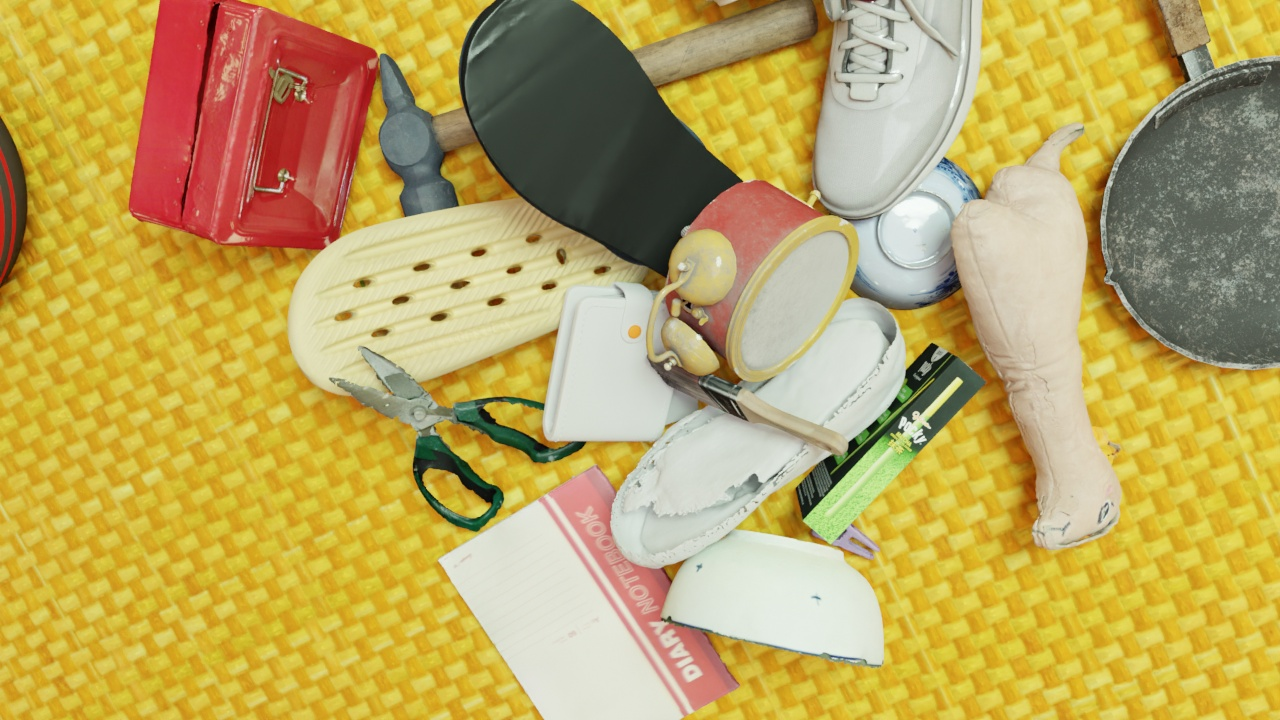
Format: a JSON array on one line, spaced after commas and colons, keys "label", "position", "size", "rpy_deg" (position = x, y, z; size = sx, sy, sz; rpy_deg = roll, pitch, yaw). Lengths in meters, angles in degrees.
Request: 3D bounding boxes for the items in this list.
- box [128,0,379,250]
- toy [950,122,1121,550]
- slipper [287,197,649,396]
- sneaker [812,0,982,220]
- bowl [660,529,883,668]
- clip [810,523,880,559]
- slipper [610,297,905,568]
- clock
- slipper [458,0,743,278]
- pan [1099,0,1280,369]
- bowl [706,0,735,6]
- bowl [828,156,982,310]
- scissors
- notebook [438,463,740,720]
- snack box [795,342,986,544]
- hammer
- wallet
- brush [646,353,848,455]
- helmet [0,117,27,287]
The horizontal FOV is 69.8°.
[{"label": "box", "position": [-0.275, -0.163, 0.635], "size": [0.112, 0.134, 0.157], "rpy_deg": [19, 99, 14]}, {"label": "toy", "position": [0.290, -0.009, 0.623], "size": [0.195, 0.065, 0.264], "rpy_deg": [-40, 110, -26]}, {"label": "slipper", "position": [-0.121, -0.058, 0.662], "size": [0.261, 0.079, 0.111], "rpy_deg": [-18, 102, -11]}, {"label": "sneaker", "position": [0.152, -0.220, 0.570], "size": [0.097, 0.128, 0.263], "rpy_deg": [19, 102, 36]}, {"label": "bowl", "position": [0.095, 0.162, 0.639], "size": [0.153, 0.153, 0.072], "rpy_deg": [11, 77, 4]}, {"label": "clip", "position": [0.150, 0.135, 0.690], "size": [0.042, 0.014, 0.052], "rpy_deg": [-35, 91, 10]}, {"label": "slipper", "position": [0.082, 0.057, 0.645], "size": [0.247, 0.112, 0.074], "rpy_deg": [-40, 123, 1]}, {"label": "clock", "position": [0.060, -0.051, 0.589], "size": [0.081, 0.158, 0.117], "rpy_deg": [39, 142, 32]}, {"label": "slipper", "position": [-0.021, -0.131, 0.603], "size": [0.265, 0.083, 0.109], "rpy_deg": [32, 93, -41]}, {"label": "pan", "position": [0.378, -0.167, 0.608], "size": [0.208, 0.040, 0.357], "rpy_deg": [-23, 94, 9]}, {"label": "bowl", "position": [0.075, -0.276, 0.594], "size": [0.115, 0.115, 0.062], "rpy_deg": [-22, 110, 9]}, {"label": "bowl", "position": [0.189, -0.090, 0.636], "size": [0.114, 0.045, 0.114], "rpy_deg": [1, 98, 6]}, {"label": "scissors", "position": [-0.120, 0.039, 0.651], "size": [0.142, 0.015, 0.210], "rpy_deg": [-28, 134, 3]}, {"label": "notebook", "position": [-0.041, 0.205, 0.721], "size": [0.153, 0.012, 0.209], "rpy_deg": [-32, 94, 9]}, {"label": "snack box", "position": [0.170, 0.055, 0.641], "size": [0.025, 0.080, 0.148], "rpy_deg": [41, 100, -1]}, {"label": "hammer", "position": [-0.033, -0.197, 0.652], "size": [0.322, 0.040, 0.129], "rpy_deg": [-16, 92, 7]}, {"label": "wallet", "position": [-0.004, 0.004, 0.659], "size": [0.115, 0.037, 0.118], "rpy_deg": [3, 112, -26]}, {"label": "brush", "position": [0.068, 0.029, 0.604], "size": [0.151, 0.039, 0.012], "rpy_deg": [22, 72, 34]}, {"label": "helmet", "position": [-0.539, -0.110, 0.654], "size": [0.170, 0.164, 0.265], "rpy_deg": [19, 110, -8]}]
